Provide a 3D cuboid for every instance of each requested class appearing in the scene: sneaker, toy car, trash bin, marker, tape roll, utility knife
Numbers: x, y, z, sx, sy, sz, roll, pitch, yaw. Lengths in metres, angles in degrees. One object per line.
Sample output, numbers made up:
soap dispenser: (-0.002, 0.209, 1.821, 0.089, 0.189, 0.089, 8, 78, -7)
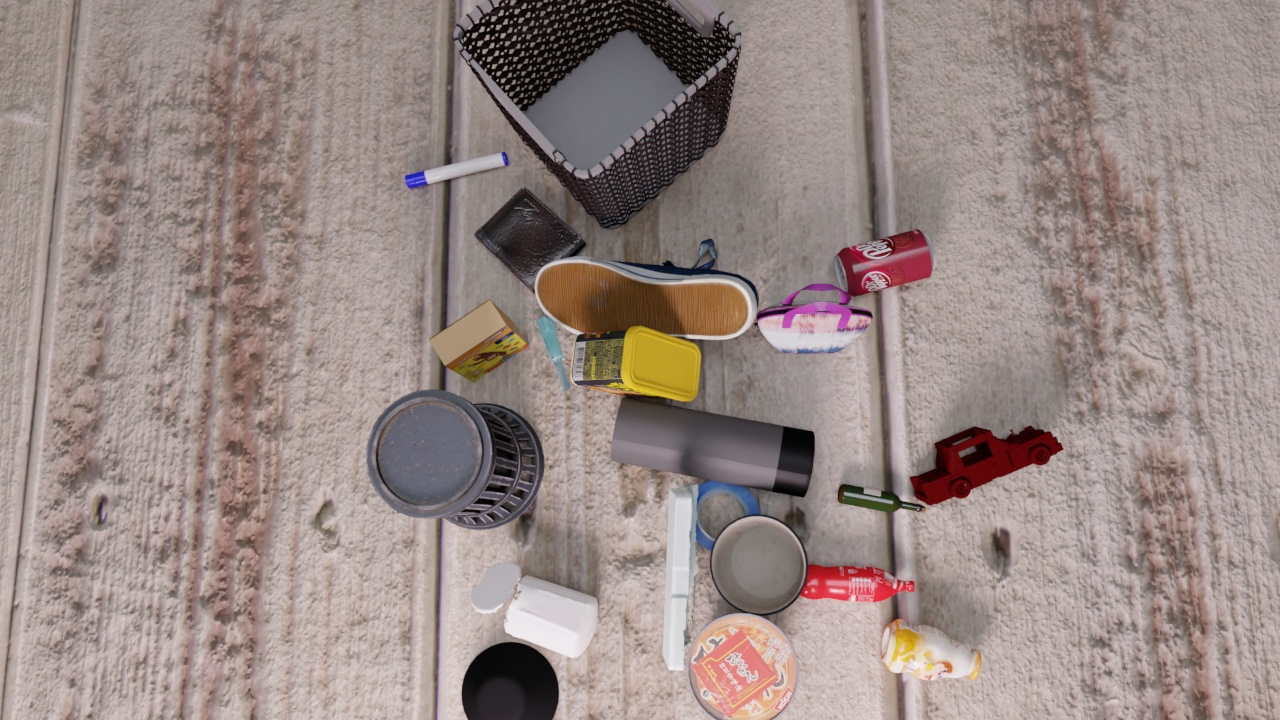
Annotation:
sneaker: (0.013, -0.093, 1.184, 0.295, 0.127, 0.121, 6, 107, 17)
toy car: (0.410, 0.116, 1.106, 0.170, 0.070, 0.062, -23, 91, 1)
trash bin: (-0.217, 0.118, 1.086, 0.164, 0.227, 0.164, -1, 80, 5)
marker: (-0.253, -0.262, 1.261, 0.141, 0.020, 0.020, -13, 79, 3)
tape roll: (0.104, 0.195, 1.149, 0.093, 0.016, 0.091, 5, 81, 7)
utility knife: (-0.108, -0.011, 1.153, 0.022, 0.015, 0.168, -18, 35, -5)

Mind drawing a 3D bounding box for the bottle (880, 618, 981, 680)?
bottle: (0.341, 0.345, 1.079, 0.109, 0.063, 0.063, 13, 82, 7)

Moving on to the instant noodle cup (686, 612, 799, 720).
instant noodle cup: (0.118, 0.352, 1.067, 0.124, 0.122, 0.123, -1, 80, 5)

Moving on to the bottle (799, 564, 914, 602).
bottle: (0.258, 0.270, 1.109, 0.141, 0.042, 0.042, 1, 80, 6)

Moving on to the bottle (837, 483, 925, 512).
bottle: (0.297, 0.173, 1.130, 0.106, 0.025, 0.025, 10, 81, 7)

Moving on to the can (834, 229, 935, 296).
can: (0.308, -0.123, 1.160, 0.114, 0.063, 0.063, -14, 79, 3)

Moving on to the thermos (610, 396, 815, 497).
thermos: (0.090, 0.106, 1.133, 0.240, 0.082, 0.082, 10, 81, 7)

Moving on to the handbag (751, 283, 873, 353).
handbag: (0.209, -0.056, 1.104, 0.144, 0.170, 0.068, 0, 80, 5)

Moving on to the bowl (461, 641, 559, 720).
bowl: (-0.165, 0.411, 1.120, 0.124, 0.052, 0.124, -1, 80, 5)

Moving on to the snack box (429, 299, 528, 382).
snack box: (-0.202, -0.022, 1.161, 0.088, 0.126, 0.040, -34, 79, -1)

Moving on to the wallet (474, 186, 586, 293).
wallet: (-0.149, -0.163, 1.230, 0.099, 0.031, 0.120, -44, 78, -6)

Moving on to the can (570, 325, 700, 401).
can: (-0.007, 0.007, 1.121, 0.101, 0.130, 0.072, -2, 77, 42)

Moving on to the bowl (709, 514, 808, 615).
bowl: (0.146, 0.241, 1.092, 0.116, 0.059, 0.115, -3, 81, 19)

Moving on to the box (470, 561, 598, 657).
box: (-0.133, 0.299, 1.120, 0.161, 0.092, 0.081, 16, 63, 10)

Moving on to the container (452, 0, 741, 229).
container: (-0.040, -0.339, 1.139, 0.245, 0.243, 0.247, -41, 79, -2)

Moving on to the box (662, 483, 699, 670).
box: (0.046, 0.247, 1.073, 0.043, 0.136, 0.197, 3, 89, 7)
